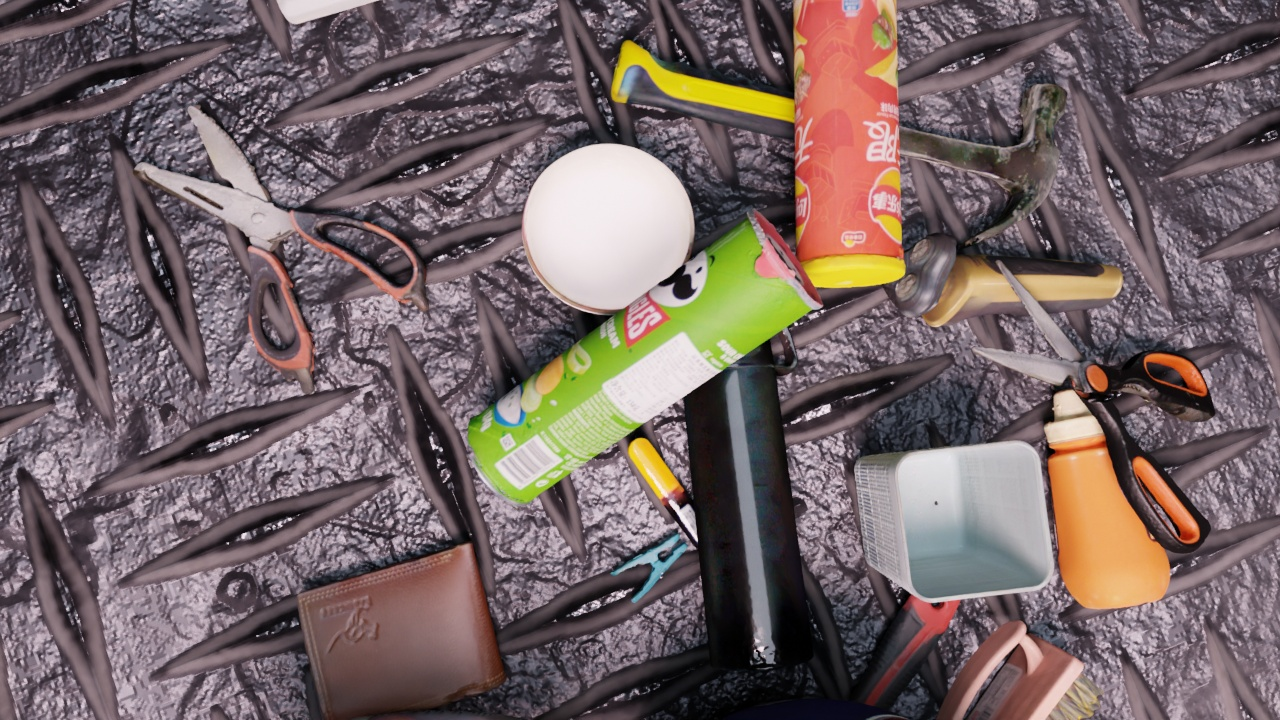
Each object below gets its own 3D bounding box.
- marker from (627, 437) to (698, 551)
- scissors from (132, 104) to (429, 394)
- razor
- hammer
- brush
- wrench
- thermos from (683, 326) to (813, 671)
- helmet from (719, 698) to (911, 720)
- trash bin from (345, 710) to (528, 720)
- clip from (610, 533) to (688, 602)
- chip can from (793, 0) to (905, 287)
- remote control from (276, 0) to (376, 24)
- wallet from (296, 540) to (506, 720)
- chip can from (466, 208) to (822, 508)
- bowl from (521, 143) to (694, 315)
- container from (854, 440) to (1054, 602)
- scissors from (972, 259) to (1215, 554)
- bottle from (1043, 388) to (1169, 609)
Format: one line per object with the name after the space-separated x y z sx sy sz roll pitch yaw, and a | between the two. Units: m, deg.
0.030 0.106 0.641 0.018 0.015 0.124 -36 91 -11 | marker
-0.249 -0.082 0.639 0.189 0.015 0.226 -9 87 -3 | scissors
0.256 -0.056 0.644 0.167 0.062 0.068 0 123 -8 | razor
0.139 -0.166 0.657 0.323 0.032 0.126 12 84 -2 | hammer
0.235 0.249 0.616 0.073 0.063 0.145 39 87 -4 | brush
0.144 0.266 0.632 0.056 0.016 0.273 30 85 -4 | wrench
0.078 0.076 0.617 0.089 0.069 0.242 -1 81 -25 | thermos
0.124 0.329 0.504 0.315 0.248 0.239 45 49 -21 | helmet
-0.128 0.322 0.486 0.226 0.226 0.195 0 90 -3 | trash bin
0.009 0.142 0.637 0.055 0.013 0.038 -36 89 -3 | clip
0.136 -0.158 0.605 0.073 0.073 0.216 1 84 -3 | chip can
-0.200 -0.281 0.653 0.125 0.024 0.049 -19 87 -5 | remote control
-0.161 0.186 0.617 0.124 0.032 0.101 -16 84 -5 | wallet
-0.003 0.003 0.576 0.236 0.072 0.072 -35 88 17 | chip can
-0.023 -0.084 0.628 0.113 0.062 0.113 0 85 -4 | bowl
0.195 0.099 0.600 0.090 0.111 0.090 -6 86 -4 | container
0.315 0.025 0.616 0.228 0.022 0.220 -14 76 -33 | scissors
0.314 0.092 0.634 0.067 0.067 0.149 -9 79 -4 | bottle
